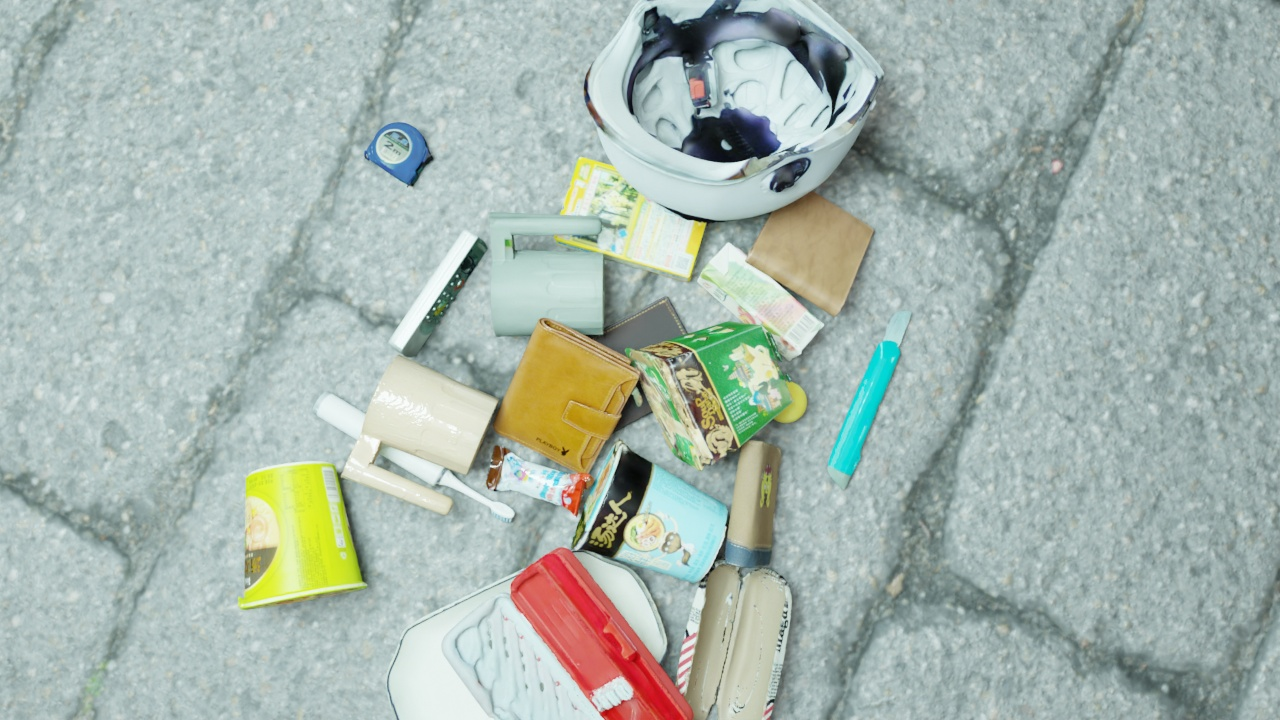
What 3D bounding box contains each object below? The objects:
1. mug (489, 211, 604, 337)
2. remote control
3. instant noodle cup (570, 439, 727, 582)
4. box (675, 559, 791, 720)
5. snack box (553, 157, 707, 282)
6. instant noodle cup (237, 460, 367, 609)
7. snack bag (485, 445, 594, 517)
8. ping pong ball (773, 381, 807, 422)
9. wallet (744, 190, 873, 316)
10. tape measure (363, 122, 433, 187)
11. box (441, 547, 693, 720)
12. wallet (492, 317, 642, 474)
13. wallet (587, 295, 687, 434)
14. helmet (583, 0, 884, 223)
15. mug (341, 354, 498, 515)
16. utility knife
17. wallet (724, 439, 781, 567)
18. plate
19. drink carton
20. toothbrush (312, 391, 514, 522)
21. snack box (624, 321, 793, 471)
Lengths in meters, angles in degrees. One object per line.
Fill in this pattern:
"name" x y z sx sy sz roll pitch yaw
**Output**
"mug" -0.086 -0.080 0.859 0.103 0.083 0.124 1 124 -1
"remote control" -0.194 -0.063 0.886 0.019 0.056 0.135 33 87 3
"instant noodle cup" 0.013 0.146 0.846 0.120 0.111 0.111 24 87 -5
"box" 0.088 0.270 0.845 0.086 0.075 0.162 8 83 32
"snack box" -0.006 -0.138 0.899 0.140 0.034 0.087 16 87 1
"instant noodle cup" -0.320 0.160 0.854 0.112 0.112 0.123 -11 77 0
"snack bag" -0.098 0.116 0.883 0.105 0.026 0.045 15 96 11
"ping pong ball" 0.139 0.040 0.878 0.040 0.040 0.040 0 86 1
"wallet" 0.164 -0.109 0.874 0.101 0.020 0.115 32 59 -3
"tape measure" -0.238 -0.207 0.913 0.058 0.025 0.054 34 85 -1
"box" -0.064 0.284 0.823 0.158 0.069 0.201 -38 87 2
"wallet" -0.065 0.038 0.861 0.119 0.035 0.131 29 119 2
"wallet" -0.005 0.005 0.895 0.122 0.020 0.096 -28 83 0
"helmet" 0.077 -0.218 0.836 0.258 0.146 0.229 -34 66 -15
"mug" -0.202 0.070 0.853 0.103 0.084 0.124 23 71 -5
"utility knife" 0.223 0.035 0.890 0.029 0.013 0.185 23 88 0
"wallet" 0.105 0.132 0.850 0.033 0.090 0.115 5 84 20
"plate" -0.107 0.284 0.870 0.266 0.034 0.162 -26 85 0
"drink carton" 0.115 -0.057 0.879 0.122 0.053 0.045 42 83 4
"toothbrush" -0.218 0.096 0.890 0.221 0.026 0.026 30 51 3
"snack box" 0.067 0.022 0.836 0.105 0.117 0.118 -27 102 -13
